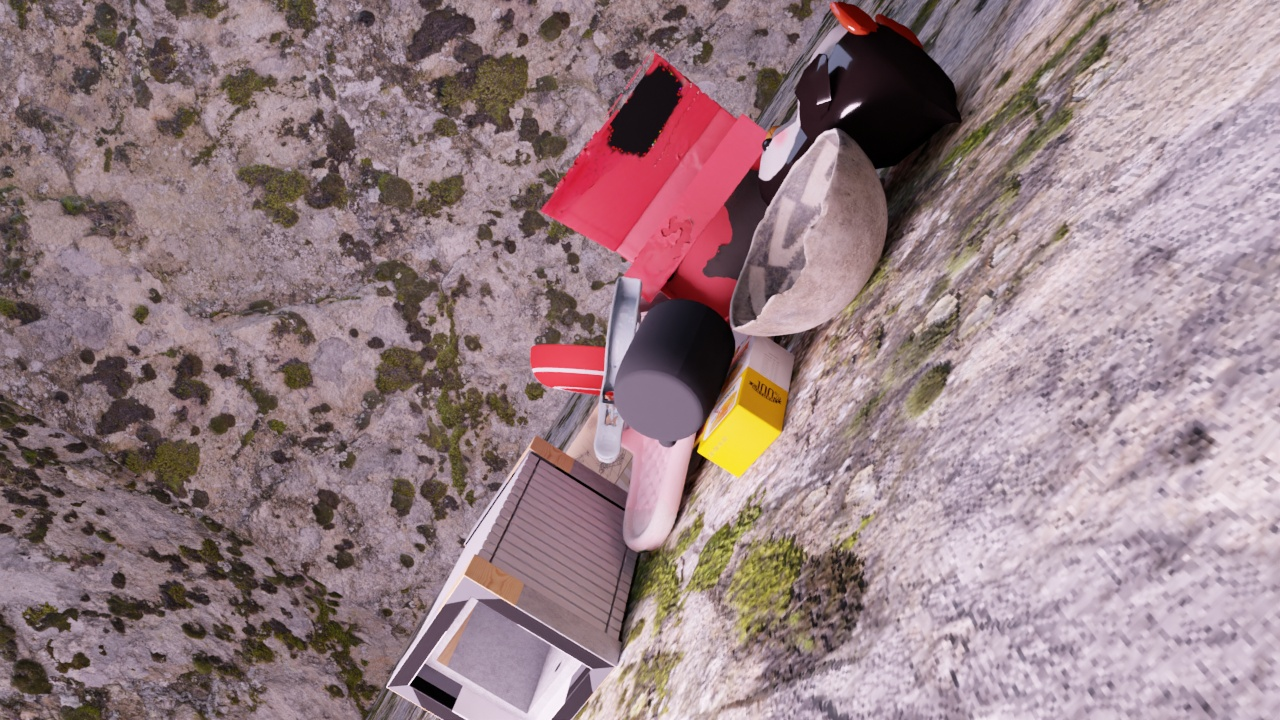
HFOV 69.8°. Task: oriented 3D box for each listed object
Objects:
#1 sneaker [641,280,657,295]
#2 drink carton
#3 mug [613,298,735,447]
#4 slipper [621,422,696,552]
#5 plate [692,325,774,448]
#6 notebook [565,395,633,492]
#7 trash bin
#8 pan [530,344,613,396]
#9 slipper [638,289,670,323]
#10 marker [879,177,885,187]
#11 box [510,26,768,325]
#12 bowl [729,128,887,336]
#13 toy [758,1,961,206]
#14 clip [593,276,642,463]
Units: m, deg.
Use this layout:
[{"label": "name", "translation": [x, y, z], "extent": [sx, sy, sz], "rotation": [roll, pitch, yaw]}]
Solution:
[{"label": "sneaker", "translation": [0.059, -0.120, 1.421], "extent": [0.294, 0.127, 0.121], "rotation": [-57, 7, -16]}, {"label": "drink carton", "translation": [0.090, 0.032, 0.760], "extent": [0.059, 0.040, 0.122], "rotation": [-53, 7, 34]}, {"label": "mug", "translation": [0.027, 0.023, 0.775], "extent": [0.094, 0.085, 0.122], "rotation": [-63, -20, -46]}, {"label": "slipper", "translation": [0.010, 0.070, 0.870], "extent": [0.107, 0.055, 0.221], "rotation": [-27, 52, 61]}, {"label": "plate", "translation": [0.088, 0.018, 0.941], "extent": [0.230, 0.021, 0.229], "rotation": [-56, 6, 9]}, {"label": "notebook", "translation": [-0.064, 0.164, 1.074], "extent": [0.225, 0.024, 0.167], "rotation": [-57, 33, 6]}, {"label": "trash bin", "translation": [-0.101, 0.214, 0.864], "extent": [0.143, 0.142, 0.246], "rotation": [-55, 6, 22]}, {"label": "pan", "translation": [-0.006, 0.006, 1.083], "extent": [0.357, 0.208, 0.067], "rotation": [173, 104, -68]}, {"label": "slipper", "translation": [0.025, -0.060, 1.167], "extent": [0.094, 0.064, 0.239], "rotation": [-17, -5, 23]}, {"label": "marker", "translation": [0.188, -0.112, 0.843], "extent": [0.138, 0.016, 0.022], "rotation": [-57, 0, -10]}, {"label": "box", "translation": [0.036, -0.196, 1.043], "extent": [0.211, 0.318, 0.121], "rotation": [-52, 9, 14]}, {"label": "bowl", "translation": [0.145, -0.089, 0.741], "extent": [0.179, 0.081, 0.178], "rotation": [-62, 10, 19]}, {"label": "toy", "translation": [0.184, -0.196, 0.820], "extent": [0.158, 0.140, 0.185], "rotation": [-7, -35, -44]}, {"label": "clip", "translation": [-0.019, -0.004, 0.819], "extent": [0.159, 0.030, 0.173], "rotation": [92, -175, -59]}]
